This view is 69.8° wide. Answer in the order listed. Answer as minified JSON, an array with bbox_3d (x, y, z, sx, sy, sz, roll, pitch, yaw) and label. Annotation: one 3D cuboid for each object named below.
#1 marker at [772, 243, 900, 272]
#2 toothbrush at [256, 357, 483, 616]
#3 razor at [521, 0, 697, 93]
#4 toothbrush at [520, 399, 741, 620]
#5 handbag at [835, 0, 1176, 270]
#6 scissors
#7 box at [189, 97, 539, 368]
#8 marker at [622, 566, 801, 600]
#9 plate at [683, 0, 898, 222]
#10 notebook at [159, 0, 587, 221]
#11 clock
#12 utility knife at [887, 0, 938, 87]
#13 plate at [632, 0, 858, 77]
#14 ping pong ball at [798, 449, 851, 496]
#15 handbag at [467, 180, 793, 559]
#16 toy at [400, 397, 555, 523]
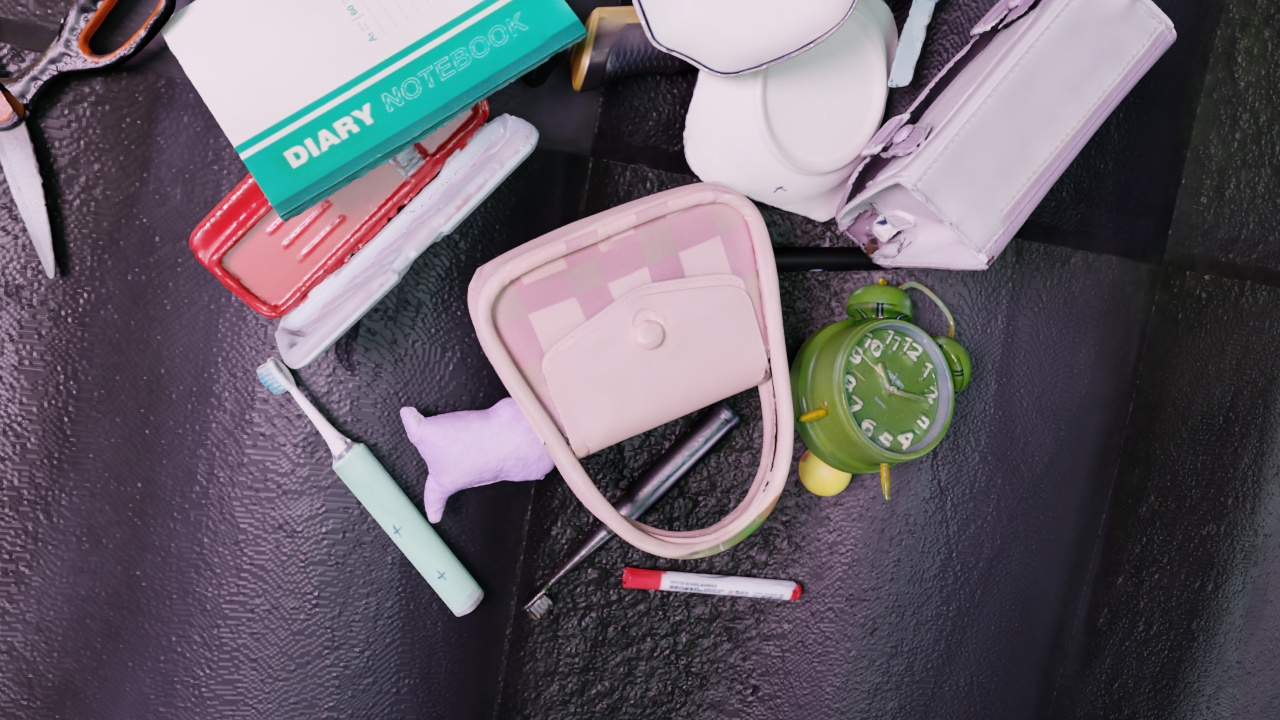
[{"bbox_3d":[0.132,-0.076,0.676,0.132,0.020,0.022,-3,110,-15],"label":"marker"},{"bbox_3d":[-0.180,0.088,0.624,0.027,0.026,0.224,-29,109,15],"label":"toothbrush"},{"bbox_3d":[0.002,-0.213,0.601,0.167,0.062,0.067,-11,73,-18],"label":"razor"},{"bbox_3d":[-0.008,0.111,0.675,0.212,0.026,0.027,-45,97,-2],"label":"toothbrush"},{"bbox_3d":[0.229,-0.157,0.615,0.098,0.145,0.197,42,84,-4],"label":"handbag"},{"bbox_3d":[-0.358,-0.166,0.520,0.230,0.021,0.221,-27,106,-1],"label":"scissors"},{"bbox_3d":[-0.166,-0.099,0.550,0.201,0.099,0.112,-45,110,-3],"label":"box"},{"bbox_3d":[0.057,0.174,0.711,0.145,0.017,0.017,8,99,-17],"label":"marker"},{"bbox_3d":[0.115,-0.184,0.620,0.164,0.034,0.164,10,99,-33],"label":"plate"},{"bbox_3d":[-0.158,-0.194,0.542,0.209,0.012,0.150,-34,79,-7],"label":"notebook"},{"bbox_3d":[0.181,0.011,0.676,0.116,0.056,0.161,41,68,-14],"label":"clock"},{"bbox_3d":[0.207,-0.286,0.636,0.034,0.018,0.209,19,86,-22],"label":"utility knife"},{"bbox_3d":[0.051,-0.305,0.545,0.162,0.034,0.265,-18,92,24],"label":"plate"},{"bbox_3d":[0.141,0.084,0.702,0.040,0.040,0.040,-3,102,-15],"label":"ping pong ball"},{"bbox_3d":[0.011,0.015,0.603,0.193,0.093,0.234,-22,94,-8],"label":"handbag"},{"bbox_3d":[-0.103,0.062,0.632,0.108,0.039,0.084,-13,103,-18],"label":"toy"}]
